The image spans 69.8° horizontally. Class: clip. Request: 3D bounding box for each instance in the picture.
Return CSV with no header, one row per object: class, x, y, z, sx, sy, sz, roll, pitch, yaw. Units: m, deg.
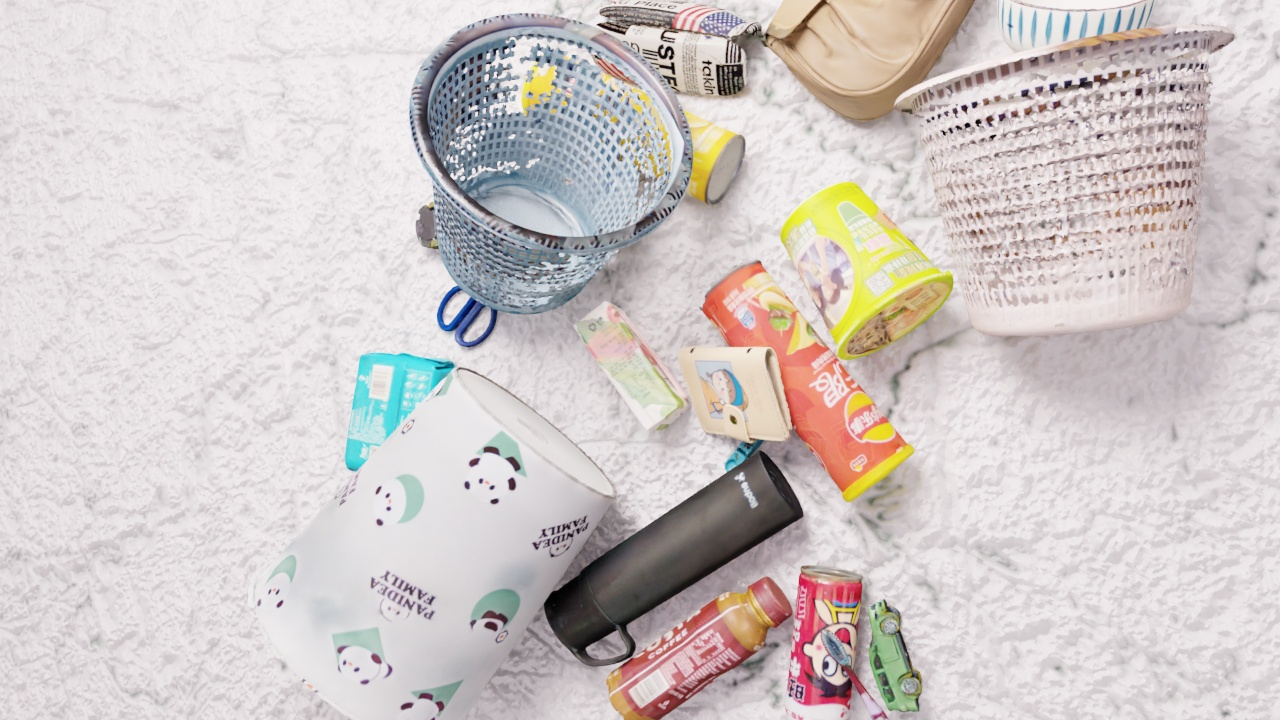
clip,0.096,0.079,0.826,0.014,0.039,0.056,44,107,18

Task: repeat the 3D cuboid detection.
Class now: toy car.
toy car,-0.179,-0.142,0.934,0.106,0.031,0.049,-9,81,16
toy car,0.208,0.245,0.760,0.036,0.043,0.091,-16,79,16

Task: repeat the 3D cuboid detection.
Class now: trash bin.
trash bin,-0.167,0.159,0.810,0.229,0.229,0.252,40,92,18
trash bin,0.317,-0.122,0.685,0.228,0.227,0.192,-7,95,18
trash bin,-0.092,-0.147,0.798,0.226,0.196,0.226,7,65,-15

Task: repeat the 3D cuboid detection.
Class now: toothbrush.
toothbrush,0.199,0.296,0.743,0.016,0.017,0.187,-33,95,-5

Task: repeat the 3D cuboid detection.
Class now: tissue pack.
tissue pack,-0.241,0.059,0.925,0.093,0.050,0.133,8,88,17

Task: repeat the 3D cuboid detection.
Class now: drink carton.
drink carton,-0.005,0.005,0.850,0.045,0.053,0.122,-39,75,11

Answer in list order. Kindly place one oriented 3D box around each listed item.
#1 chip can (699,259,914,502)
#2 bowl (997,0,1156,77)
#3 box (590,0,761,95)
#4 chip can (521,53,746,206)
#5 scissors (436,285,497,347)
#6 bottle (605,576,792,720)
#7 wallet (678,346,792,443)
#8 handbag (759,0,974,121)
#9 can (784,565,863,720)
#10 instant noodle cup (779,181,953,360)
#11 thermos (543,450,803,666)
chip can,0.141,0.015,0.791,0.073,0.073,0.216,-39,73,11
bowl,0.348,-0.271,0.742,0.116,0.116,0.066,7,131,19
box,0.034,-0.311,0.872,0.163,0.076,0.087,17,66,22
chip can,-0.008,-0.220,0.865,0.213,0.072,0.072,29,94,18
scissors,-0.149,-0.096,0.931,0.108,0.012,0.174,16,89,19
bottle,0.052,0.254,0.804,0.175,0.057,0.057,-38,74,11
wallet,0.083,0.029,0.797,0.115,0.024,0.087,1,108,54
handbag,0.205,-0.320,0.787,0.148,0.099,0.204,31,91,22
can,0.154,0.244,0.773,0.053,0.053,0.132,6,86,19
instant noodle cup,0.182,-0.082,0.773,0.112,0.111,0.123,-35,68,12
thermos,0.032,0.183,0.813,0.243,0.068,0.090,-37,68,13
